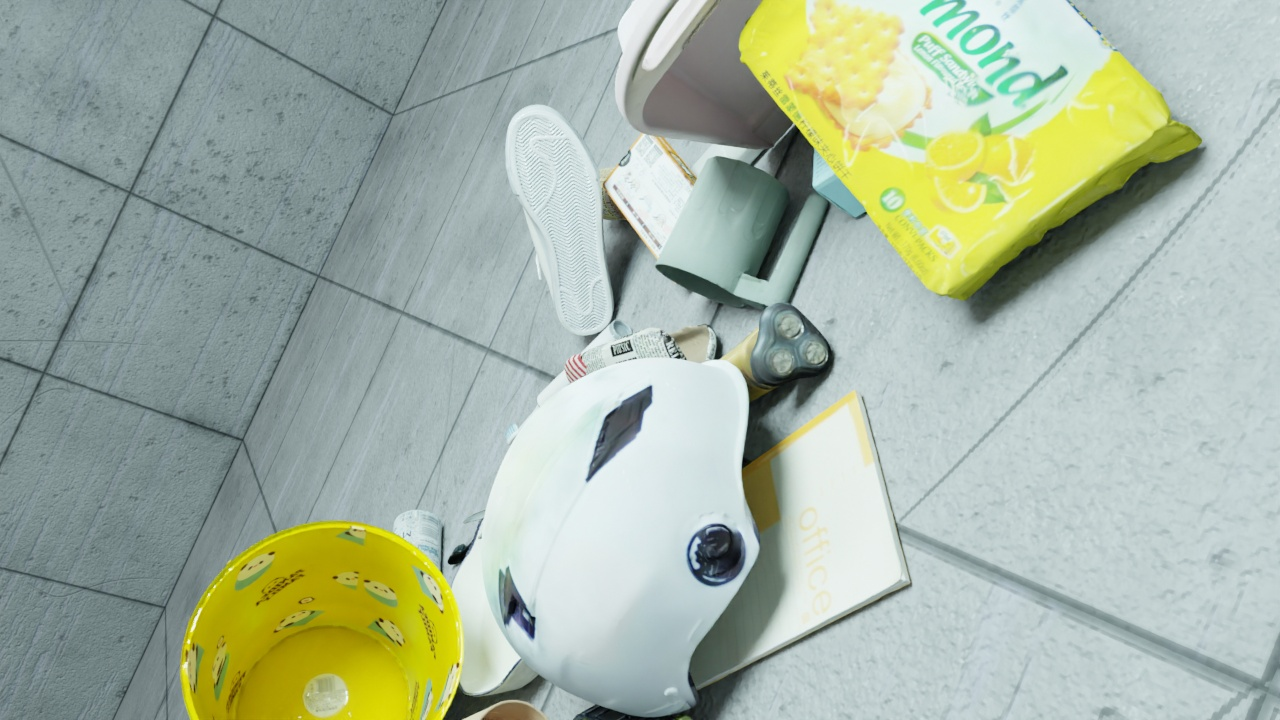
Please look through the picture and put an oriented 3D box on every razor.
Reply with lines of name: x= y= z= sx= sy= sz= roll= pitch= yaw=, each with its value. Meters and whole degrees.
razor: x=0.072 y=0.017 z=0.708 sx=0.168 sy=0.062 sz=0.067 roll=-38 pitch=8 yaw=47

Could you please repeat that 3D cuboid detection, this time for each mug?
mug: x=0.086 y=-0.102 z=0.765 sx=0.124 sy=0.083 sz=0.103 roll=21 pitch=85 yaw=35
mug: x=-0.121 y=0.351 z=0.751 sx=0.104 sy=0.084 sz=0.124 roll=-37 pitch=65 yaw=43

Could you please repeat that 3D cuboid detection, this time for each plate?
plate: x=-0.118 y=0.217 z=0.872 sx=0.205 sy=0.045 sz=0.204 roll=-40 pitch=36 yaw=37

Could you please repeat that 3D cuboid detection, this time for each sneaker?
sneaker: x=-0.079 y=-0.150 z=0.957 sx=0.089 sy=0.242 sz=0.090 roll=-13 pitch=27 yaw=0

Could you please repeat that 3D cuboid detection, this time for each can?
can: x=-0.264 y=0.247 z=1.074 sx=0.058 sy=0.058 sz=0.146 roll=-47 pitch=33 yaw=28
can: x=-0.014 y=-0.182 z=0.998 sx=0.116 sy=0.058 sz=0.058 roll=17 pitch=83 yaw=61

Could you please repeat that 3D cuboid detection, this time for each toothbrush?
toothbrush: x=-0.161 y=0.180 z=1.005 sx=0.190 sy=0.014 sz=0.017 roll=-41 pitch=24 yaw=35
toothbrush: x=-0.084 y=0.031 z=0.982 sx=0.222 sy=0.026 sz=0.026 roll=-43 pitch=57 yaw=35

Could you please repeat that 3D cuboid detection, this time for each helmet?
helmet: x=-0.032 y=0.109 z=0.654 sx=0.229 sy=0.145 sz=0.259 roll=-144 pitch=70 yaw=-68

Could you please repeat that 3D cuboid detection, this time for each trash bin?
trash bin: x=-0.301 y=0.308 z=0.882 sx=0.256 sy=0.229 sz=0.229 roll=119 pitch=160 yaw=-54

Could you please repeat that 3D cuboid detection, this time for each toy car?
toy car: x=-0.001 y=0.266 z=0.634 sx=0.121 sy=0.052 sz=0.045 roll=-14 pitch=96 yaw=59

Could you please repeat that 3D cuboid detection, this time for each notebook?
notebook: x=0.088 y=0.129 z=0.634 sx=0.207 sy=0.010 sz=0.145 roll=-41 pitch=36 yaw=36

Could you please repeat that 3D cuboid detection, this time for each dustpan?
dustpan: x=0.099 y=-0.235 z=0.677 sx=0.223 sy=0.273 sz=0.138 roll=-48 pitch=43 yaw=35

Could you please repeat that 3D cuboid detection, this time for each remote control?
remote control: x=0.070 y=-0.180 z=0.895 sx=0.150 sy=0.021 sz=0.058 roll=-46 pitch=33 yaw=31

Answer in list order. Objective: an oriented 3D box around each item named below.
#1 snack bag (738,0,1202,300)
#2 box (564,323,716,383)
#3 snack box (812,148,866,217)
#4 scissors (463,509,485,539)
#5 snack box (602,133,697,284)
snack bag: x=0.179 y=-0.168 z=0.550 sx=0.158 sy=0.068 sz=0.246 roll=-44 pitch=76 yaw=34
box: x=-0.009 y=0.006 z=0.815 sx=0.163 sy=0.087 sz=0.076 roll=-14 pitch=63 yaw=52
snack box: x=0.200 y=-0.177 z=0.647 sx=0.175 sy=0.051 sz=0.074 roll=-28 pitch=44 yaw=46
scissors: x=-0.069 y=0.113 z=0.832 sx=0.182 sy=0.019 sz=0.169 roll=-4 pitch=24 yaw=36
snack box: x=0.026 y=-0.148 z=0.880 sx=0.075 sy=0.026 sz=0.153 roll=-49 pitch=56 yaw=24
